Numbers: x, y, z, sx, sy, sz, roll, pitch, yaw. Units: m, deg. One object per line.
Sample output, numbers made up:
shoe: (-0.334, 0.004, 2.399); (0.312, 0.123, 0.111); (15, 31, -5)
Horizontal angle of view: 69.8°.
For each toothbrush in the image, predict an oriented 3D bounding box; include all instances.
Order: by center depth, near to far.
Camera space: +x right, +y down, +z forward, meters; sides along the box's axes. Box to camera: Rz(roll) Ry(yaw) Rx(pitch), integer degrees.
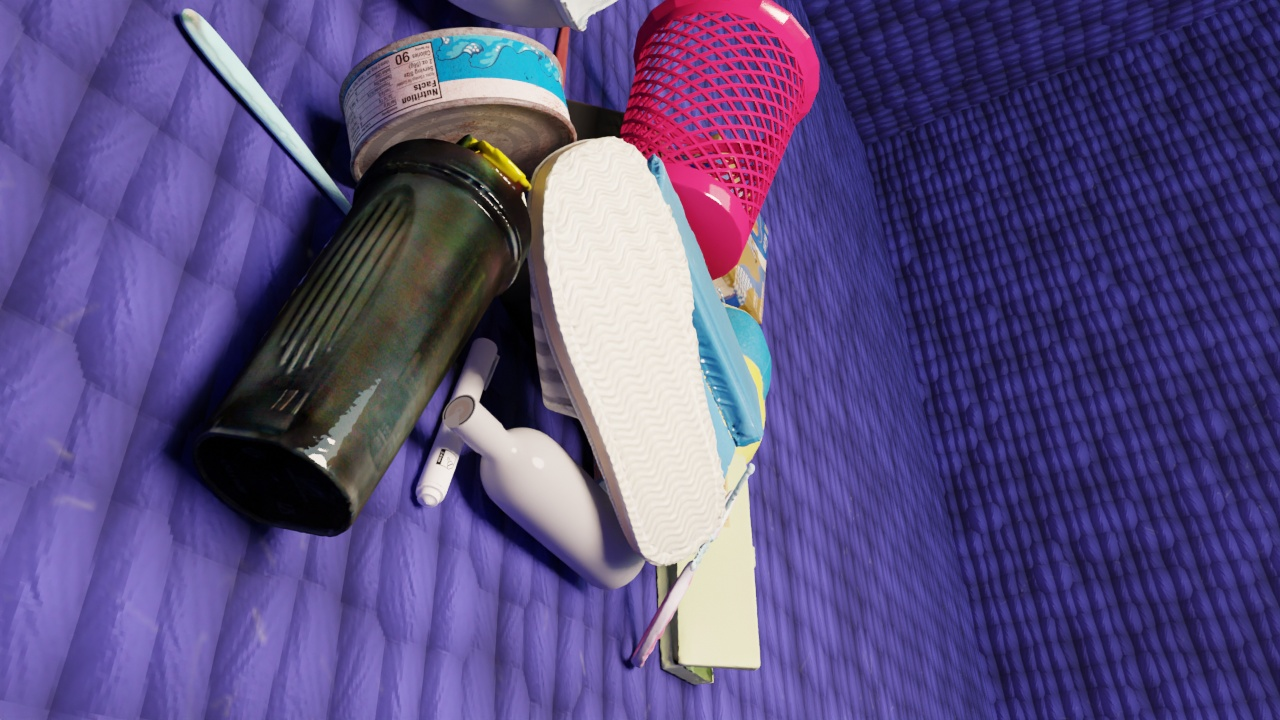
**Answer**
toothbrush: (-0.179, -0.110, 0.496); (0.181, 0.017, 0.016); (54, 30, -36)
toothbrush: (-0.071, -0.311, 0.891); (0.016, 0.016, 0.189); (52, 30, -42)

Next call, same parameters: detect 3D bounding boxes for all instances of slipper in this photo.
slipper: (-0.008, 0.001, 0.570); (0.114, 0.054, 0.273); (-27, 110, -39)

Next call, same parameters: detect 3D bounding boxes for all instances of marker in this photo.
marker: (-0.108, 0.035, 0.550); (0.020, 0.017, 0.133); (38, 36, -23)

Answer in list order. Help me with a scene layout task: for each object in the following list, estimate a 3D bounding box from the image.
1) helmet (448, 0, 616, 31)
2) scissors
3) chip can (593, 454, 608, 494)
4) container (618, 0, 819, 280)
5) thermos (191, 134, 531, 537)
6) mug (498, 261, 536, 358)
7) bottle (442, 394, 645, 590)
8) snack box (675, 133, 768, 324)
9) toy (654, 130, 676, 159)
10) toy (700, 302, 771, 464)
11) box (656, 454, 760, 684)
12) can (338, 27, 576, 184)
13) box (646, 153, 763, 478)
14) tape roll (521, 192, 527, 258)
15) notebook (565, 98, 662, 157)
helmet: (-0.110, -0.352, 0.637); (0.236, 0.164, 0.263); (55, 33, -68)
scissors: (0.042, 0.147, 0.685); (0.013, 0.170, 0.172); (29, 7, 10)
chip can: (-0.004, 0.004, 0.739); (0.075, 0.075, 0.214); (42, 38, -51)
container: (0.053, -0.195, 0.838); (0.183, 0.184, 0.225); (52, 44, -40)
thermos: (-0.122, -0.025, 0.445); (0.098, 0.098, 0.220); (57, 36, -33)
mug: (-0.039, -0.041, 0.671); (0.113, 0.078, 0.088); (-54, 126, -40)
bottle: (-0.059, 0.081, 0.570); (0.195, 0.052, 0.052); (53, 29, -46)
snack box: (0.087, -0.149, 1.074); (0.155, 0.069, 0.202); (58, 26, -30)
toy: (0.016, -0.213, 0.992); (0.084, 0.046, 0.103); (36, 34, -22)
toy: (0.086, 0.024, 0.927); (0.149, 0.084, 0.213); (64, 21, -15)
box: (0.045, 0.168, 0.771); (0.077, 0.091, 0.187); (24, 51, -35)
can: (-0.105, -0.136, 0.534); (0.129, 0.130, 0.044); (13, 62, -65)
box: (0.038, -0.022, 0.695); (0.176, 0.048, 0.232); (-72, 142, -55)
tape roll: (-0.085, -0.124, 0.688); (0.093, 0.018, 0.094); (-5, 89, -81)
notebook: (-0.026, -0.173, 0.863); (0.208, 0.008, 0.141); (-12, 85, -59)
